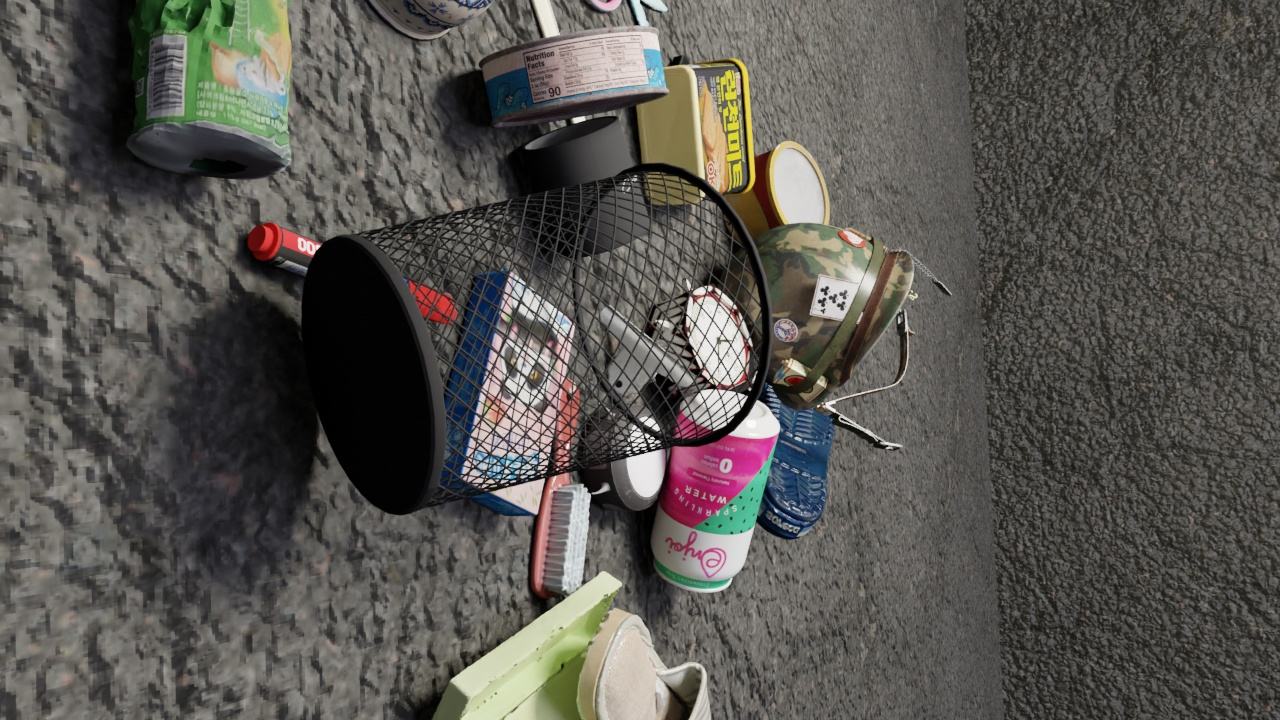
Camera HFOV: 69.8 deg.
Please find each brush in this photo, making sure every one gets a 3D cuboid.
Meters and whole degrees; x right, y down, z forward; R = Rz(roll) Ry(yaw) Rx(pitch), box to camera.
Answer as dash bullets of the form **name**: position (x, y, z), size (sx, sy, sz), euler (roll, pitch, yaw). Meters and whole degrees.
- **brush**: position (-0.054, -0.207, 0.765), size (0.033, 0.012, 0.218), euler (-46, 124, -53)
- **brush**: position (-0.056, 0.096, 0.709), size (0.041, 0.030, 0.172), euler (28, 62, -56)

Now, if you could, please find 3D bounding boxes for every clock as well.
- **clock**: position (0.159, -0.188, 1.063), size (0.158, 0.081, 0.117), euler (-38, 108, -45)
- **clock**: position (0.063, 0.005, 0.887), size (0.155, 0.065, 0.114), euler (55, 39, -19)
- **clock**: position (-0.007, 0.083, 0.780), size (0.122, 0.044, 0.091), euler (24, 66, -57)

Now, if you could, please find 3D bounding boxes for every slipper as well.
- **slipper**: position (0.011, 0.293, 0.744), size (0.114, 0.054, 0.273), euler (-58, 145, -29)
- **slipper**: position (0.150, 0.109, 1.013), size (0.095, 0.105, 0.252), euler (-62, -177, 31)

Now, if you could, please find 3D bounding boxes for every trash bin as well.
- **trash bin**: position (-0.064, -0.012, 0.528), size (0.209, 0.184, 0.184), euler (-16, 101, -39)

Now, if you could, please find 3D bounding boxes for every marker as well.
- **marker**: position (-0.164, -0.048, 0.540), size (0.021, 0.023, 0.145), euler (-55, 148, 8)

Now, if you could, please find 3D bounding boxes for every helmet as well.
- **helmet**: position (0.201, -0.041, 0.962), size (0.236, 0.225, 0.192), euler (41, 62, -25)

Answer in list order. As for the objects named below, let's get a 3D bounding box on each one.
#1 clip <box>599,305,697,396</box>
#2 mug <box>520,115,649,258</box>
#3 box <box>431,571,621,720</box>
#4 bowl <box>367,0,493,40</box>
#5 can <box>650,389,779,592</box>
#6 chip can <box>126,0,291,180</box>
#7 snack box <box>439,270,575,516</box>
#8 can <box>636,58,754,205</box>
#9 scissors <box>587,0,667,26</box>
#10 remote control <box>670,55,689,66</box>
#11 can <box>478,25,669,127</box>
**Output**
- **clip**: position (-0.004, 0.004, 0.790), size (0.040, 0.101, 0.054), euler (-33, 159, -54)
- **mug**: position (-0.037, -0.142, 0.725), size (0.113, 0.078, 0.088), euler (-62, 138, -58)
- **box**: position (-0.078, 0.238, 0.644), size (0.187, 0.048, 0.141), euler (-22, 118, -59)
- **bowl**: position (-0.130, -0.272, 0.589), size (0.115, 0.059, 0.115), euler (11, 77, -59)
- **can**: position (0.064, 0.115, 0.814), size (0.088, 0.088, 0.166), euler (-20, 126, -59)
- **chip can**: position (-0.202, -0.201, 0.441), size (0.075, 0.076, 0.223), euler (8, 80, -60)
- **snack box**: position (-0.095, 0.024, 0.645), size (0.088, 0.033, 0.154), euler (39, 54, -51)
- **can**: position (0.052, -0.218, 0.879), size (0.100, 0.073, 0.131), euler (-27, 116, -52)
- **scissors**: position (-0.015, -0.367, 0.850), size (0.170, 0.014, 0.168), euler (-9, 95, -60)
- **remote control**: position (0.068, -0.260, 0.982), size (0.150, 0.013, 0.034), euler (46, 52, -49)
- **can**: position (-0.047, -0.201, 0.655), size (0.129, 0.130, 0.044), euler (-29, 112, -58)
